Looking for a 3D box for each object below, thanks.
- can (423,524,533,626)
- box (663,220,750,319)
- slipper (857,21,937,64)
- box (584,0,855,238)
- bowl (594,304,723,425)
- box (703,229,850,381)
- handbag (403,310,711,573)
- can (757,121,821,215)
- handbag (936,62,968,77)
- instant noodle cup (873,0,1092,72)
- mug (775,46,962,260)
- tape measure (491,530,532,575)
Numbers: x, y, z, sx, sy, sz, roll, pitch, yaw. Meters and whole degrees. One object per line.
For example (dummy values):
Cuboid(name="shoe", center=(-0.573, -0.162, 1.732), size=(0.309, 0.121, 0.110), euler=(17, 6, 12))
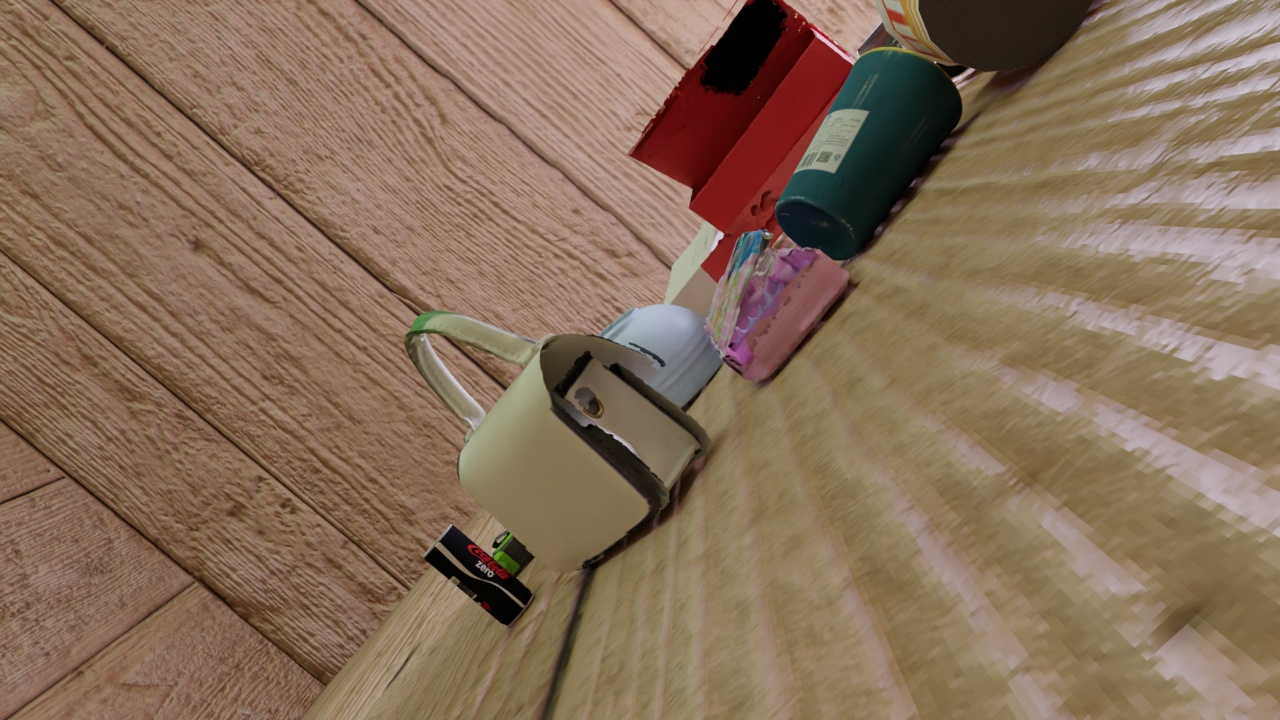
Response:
Cuboid(name="can", center=(-0.118, 0.157, 0.669), size=(0.031, 0.080, 0.031), euler=(-49, 4, 4))
Cuboid(name="box", center=(0.096, -0.090, 1.043), size=(0.108, 0.102, 0.102), euler=(-54, 17, 41))
Cuboid(name="slipper", center=(0.250, -0.285, 0.895), size=(0.111, 0.063, 0.263), euler=(-44, 15, 41))
Cuboid(name="box", center=(0.086, -0.324, 1.037), size=(0.213, 0.127, 0.424), euler=(-52, 40, 24))
Cuboid(name="bowl", center=(-0.005, 0.004, 0.765), size=(0.151, 0.075, 0.150), euler=(-41, 9, 8))
Cuboid(name="box", center=(0.072, -0.046, 0.615), size=(0.085, 0.063, 0.230), euler=(-49, 4, 6))
Cuboid(name="handbag", center=(-0.061, 0.029, 0.540), size=(0.073, 0.176, 0.152), euler=(-50, 2, -39))
Cuboid(name="can", center=(0.182, -0.216, 1.042), size=(0.105, 0.067, 0.068), euler=(-50, 3, -9))
Cuboid(name="handbag", center=(0.258, -0.306, 0.668), size=(0.154, 0.114, 0.125), euler=(-45, 6, 6))
Cuboid(name="instant noodle cup", center=(0.206, -0.230, 0.546), size=(0.124, 0.123, 0.120), euler=(-48, 11, 26))
Cuboid(name="mug", center=(0.140, -0.127, 0.582), size=(0.121, 0.078, 0.078), euler=(-55, 5, -17))
Cuboid(name="tape measure", center=(-0.119, 0.174, 0.871), size=(0.058, 0.036, 0.065), euler=(-50, 4, -3))
